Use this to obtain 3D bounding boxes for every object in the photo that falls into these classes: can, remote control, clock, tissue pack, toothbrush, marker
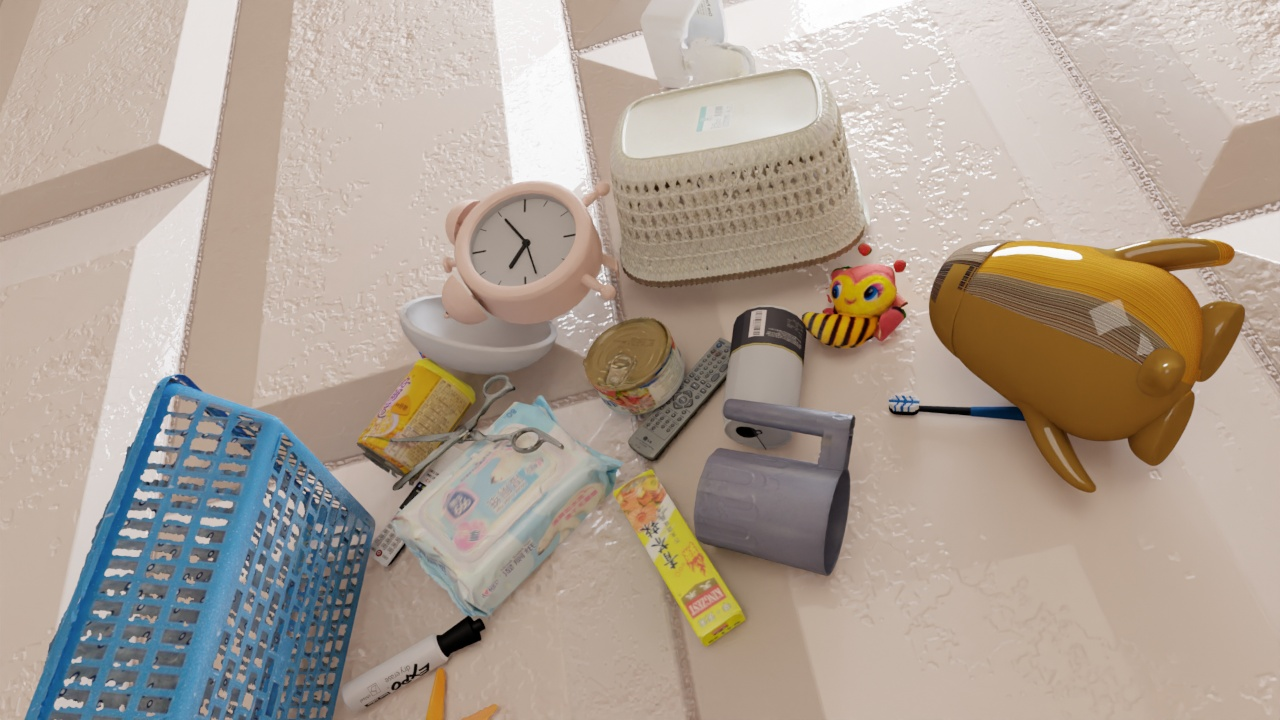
[{"bbox_3d":[-0.210,0.056,0.861,0.068,0.068,0.105,23,68,28],"label":"can"},{"bbox_3d":[-0.203,0.133,0.844,0.028,0.012,0.124,24,68,28],"label":"remote control"},{"bbox_3d":[-0.104,-0.096,0.860,0.160,0.086,0.131,-6,62,3],"label":"clock"},{"bbox_3d":[-0.114,0.119,0.790,0.112,0.070,0.181,35,73,33],"label":"tissue pack"},{"bbox_3d":[-0.005,0.005,0.837,0.086,0.043,0.086,-15,46,16],"label":"can"},{"bbox_3d":[0.290,0.042,0.750,0.168,0.014,0.014,3,48,19],"label":"toothbrush"},{"bbox_3d":[0.042,0.035,0.830,0.033,0.013,0.136,32,72,31],"label":"remote control"},{"bbox_3d":[0.106,0.018,0.790,0.064,0.064,0.127,1,59,17],"label":"can"},{"bbox_3d":[-0.186,0.248,0.757,0.126,0.025,0.025,-29,55,-3],"label":"marker"}]

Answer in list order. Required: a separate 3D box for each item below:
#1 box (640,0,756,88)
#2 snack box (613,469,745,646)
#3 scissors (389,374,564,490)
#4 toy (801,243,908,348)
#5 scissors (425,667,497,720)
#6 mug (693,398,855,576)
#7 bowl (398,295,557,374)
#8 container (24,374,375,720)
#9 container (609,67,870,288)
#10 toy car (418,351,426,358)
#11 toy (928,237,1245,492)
[{"bbox_3d":[0.081,-0.349,1.008,0.137,0.109,0.125,15,65,26],"label":"box"},{"bbox_3d":[0.030,0.157,0.746,0.040,0.029,0.148,-32,55,-4],"label":"snack box"},{"bbox_3d":[-0.140,0.065,0.786,0.174,0.014,0.141,9,49,30],"label":"scissors"},{"bbox_3d":[0.194,-0.051,0.821,0.084,0.046,0.103,37,78,26],"label":"toy"},{"bbox_3d":[-0.163,0.310,0.718,0.125,0.011,0.127,-32,56,-3],"label":"scissors"},{"bbox_3d":[0.107,0.096,0.717,0.104,0.083,0.124,8,92,24],"label":"mug"},{"bbox_3d":[-0.157,-0.019,0.878,0.149,0.043,0.149,10,20,-4],"label":"bowl"},{"bbox_3d":[-0.300,0.221,0.673,0.089,0.257,0.361,-1,58,8],"label":"container"},{"bbox_3d":[0.086,-0.174,0.872,0.246,0.143,0.184,-9,43,12],"label":"container"},{"bbox_3d":[-0.222,-0.036,0.927,0.033,0.062,0.092,-24,55,1],"label":"toy car"},{"bbox_3d":[0.321,-0.022,0.705,0.203,0.162,0.199,32,100,39],"label":"toy"}]
